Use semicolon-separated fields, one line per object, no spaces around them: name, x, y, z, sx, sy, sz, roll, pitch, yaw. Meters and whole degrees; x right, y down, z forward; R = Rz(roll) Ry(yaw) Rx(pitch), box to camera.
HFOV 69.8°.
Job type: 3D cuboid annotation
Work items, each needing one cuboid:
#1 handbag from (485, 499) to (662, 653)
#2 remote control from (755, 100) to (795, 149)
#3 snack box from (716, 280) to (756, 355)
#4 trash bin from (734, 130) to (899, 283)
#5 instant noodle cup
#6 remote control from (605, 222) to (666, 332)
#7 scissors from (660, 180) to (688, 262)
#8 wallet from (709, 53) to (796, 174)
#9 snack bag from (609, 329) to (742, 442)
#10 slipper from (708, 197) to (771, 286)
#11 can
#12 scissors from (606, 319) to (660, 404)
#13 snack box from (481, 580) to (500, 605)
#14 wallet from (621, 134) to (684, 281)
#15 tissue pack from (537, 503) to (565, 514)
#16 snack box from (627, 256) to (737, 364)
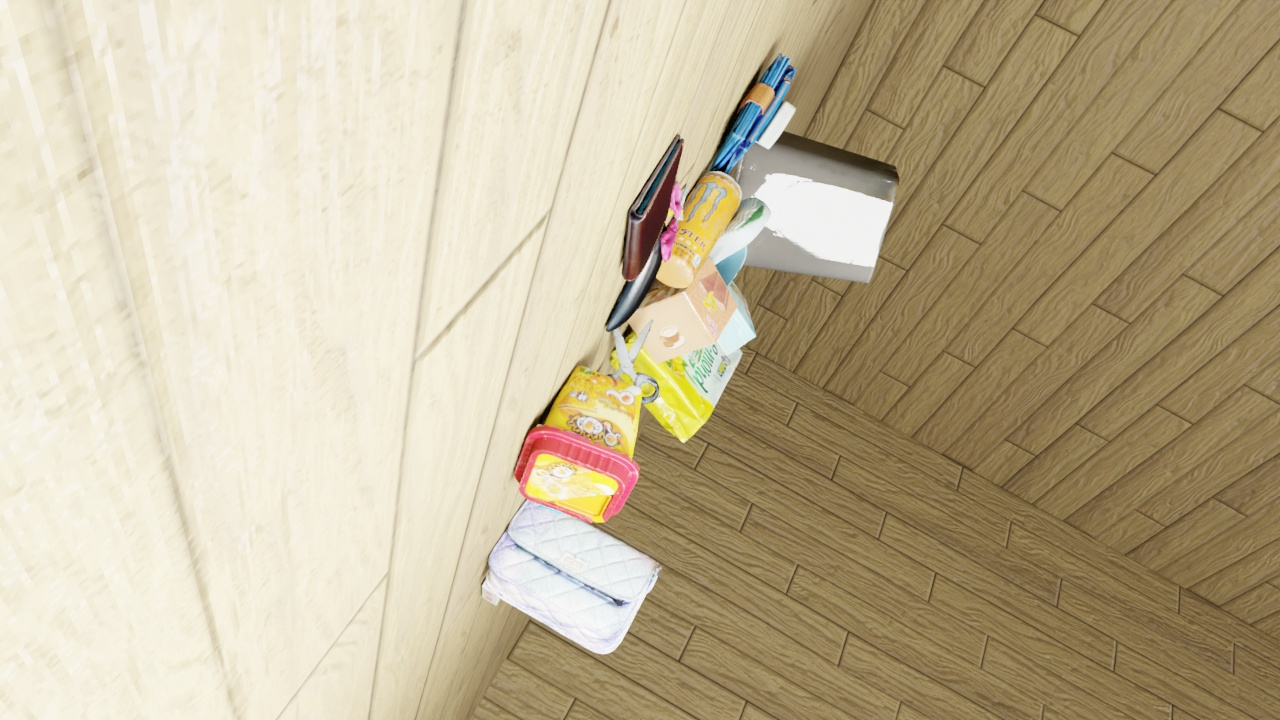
handbag;-0.084;0.261;1.135;0.133;0.194;0.076;-57;171;-43
remote control;0.162;-0.295;1.140;0.058;0.021;0.150;-56;-172;15
snack box;0.115;-0.076;1.284;0.052;0.074;0.174;-33;-163;12
trash bin;0.239;-0.221;1.316;0.198;0.220;0.199;-63;165;-65
instant noodle cup;-0.055;0.082;0.940;0.116;0.116;0.123;115;-6;-49
remote control;0.001;-0.086;0.990;0.137;0.024;0.053;-63;176;23
scissors;0.038;-0.147;0.975;0.136;0.017;0.105;-28;128;-82
wallet;0.132;-0.291;1.101;0.133;0.040;0.106;-61;-175;-18
snack bag;0.051;-0.007;1.293;0.068;0.158;0.245;-34;-169;33
slipper;0.103;-0.138;1.197;0.103;0.074;0.246;-53;-170;-24
can;0.065;-0.154;1.073;0.145;0.058;0.058;-59;175;-28
scissors;-0.018;0.010;1.122;0.174;0.159;0.014;-32;-130;28
snack box;-0.166;0.254;1.254;0.156;0.027;0.085;-59;176;-26
wallet;0.011;-0.136;0.836;0.122;0.020;0.096;104;11;-70
tissue pack;-0.080;0.115;1.097;0.090;0.063;0.139;-64;176;23
snack box;0.051;-0.061;1.132;0.093;0.077;0.094;-19;-157;35
